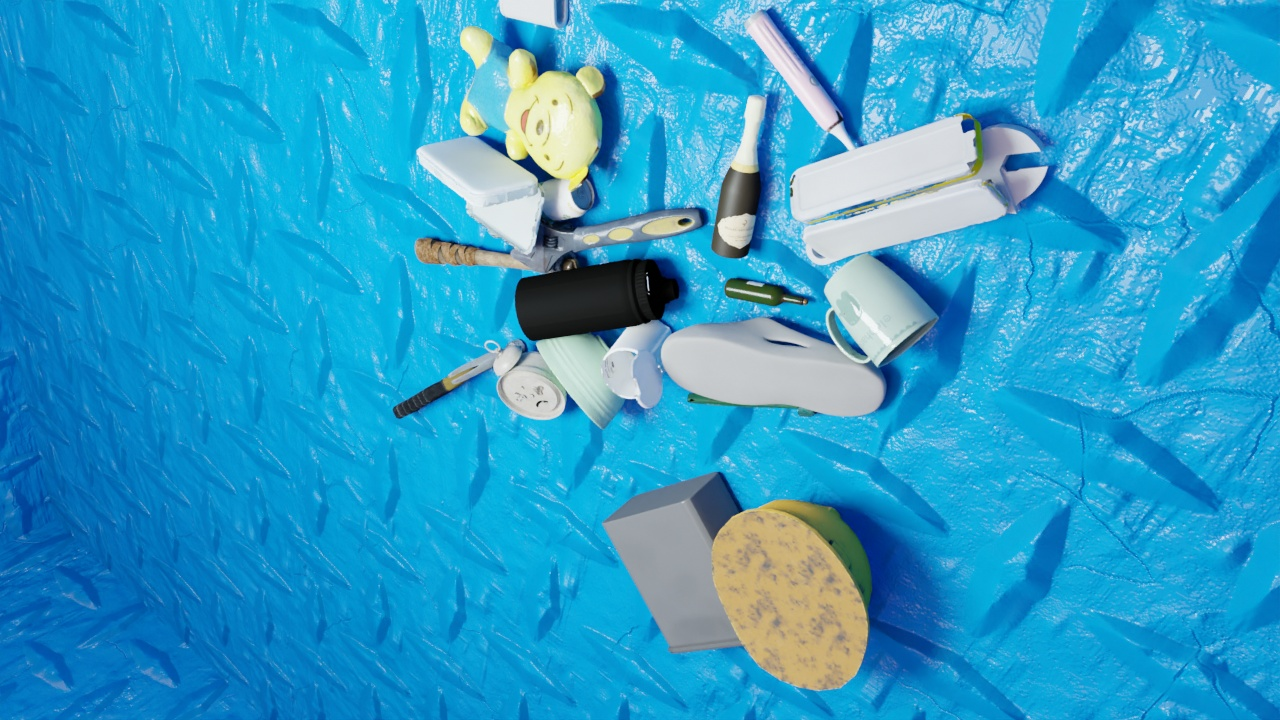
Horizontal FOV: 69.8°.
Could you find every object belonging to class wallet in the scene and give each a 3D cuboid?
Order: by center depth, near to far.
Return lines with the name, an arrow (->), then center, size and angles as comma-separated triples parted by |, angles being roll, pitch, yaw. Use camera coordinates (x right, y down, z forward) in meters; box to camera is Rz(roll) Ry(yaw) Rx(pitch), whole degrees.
wallet -> -0.140, -0.468, 1.097 | 0.115, 0.037, 0.119 | 23, 129, 27

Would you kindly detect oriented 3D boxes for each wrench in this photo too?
wrench -> 0.282, -0.163, 0.950 | 0.274, 0.018, 0.087 | -17, 102, 43
wrench -> -0.049, -0.158, 1.162 | 0.274, 0.022, 0.073 | -6, 118, 24

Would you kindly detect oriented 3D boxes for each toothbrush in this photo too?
toothbrush -> 0.185, -0.272, 0.959 | 0.222, 0.027, 0.027 | 53, 148, 1
toothbrush -> 0.140, 0.056, 1.178 | 0.190, 0.017, 0.016 | 3, 115, 36

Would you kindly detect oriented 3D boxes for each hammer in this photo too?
hammer -> -0.213, -0.146, 1.326 | 0.319, 0.048, 0.122 | 10, 122, 35
hammer -> -0.314, 0.041, 1.471 | 0.334, 0.117, 0.025 | -24, 93, 48

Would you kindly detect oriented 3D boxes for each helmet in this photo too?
helmet -> 0.210, 0.270, 1.161 | 0.206, 0.131, 0.255 | 4, 116, 37

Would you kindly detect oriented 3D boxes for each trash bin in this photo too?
trash bin -> 0.077, 0.290, 1.301 | 0.192, 0.097, 0.220 | -24, 96, 43

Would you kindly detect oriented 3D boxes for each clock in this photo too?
clock -> -0.166, 0.019, 1.342 | 0.104, 0.061, 0.157 | -24, 123, 38

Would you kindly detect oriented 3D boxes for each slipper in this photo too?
slipper -> 0.162, -0.003, 1.100 | 0.266, 0.080, 0.113 | 8, 140, 19

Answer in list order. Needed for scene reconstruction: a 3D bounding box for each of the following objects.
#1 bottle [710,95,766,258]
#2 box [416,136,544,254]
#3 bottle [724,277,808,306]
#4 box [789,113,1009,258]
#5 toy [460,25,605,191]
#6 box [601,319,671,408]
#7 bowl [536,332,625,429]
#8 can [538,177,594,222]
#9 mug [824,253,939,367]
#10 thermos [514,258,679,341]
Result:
bottle -> 0.116, -0.206, 1.034 | 0.045, 0.045, 0.185 | 25, 127, 25
box -> -0.203, -0.206, 1.209 | 0.215, 0.106, 0.127 | 42, 146, 46
bottle -> 0.150, -0.078, 1.091 | 0.106, 0.025, 0.025 | 14, 121, 32
box -> 0.251, -0.165, 0.925 | 0.210, 0.057, 0.117 | -12, 112, 42
toy -> -0.130, -0.314, 1.142 | 0.214, 0.083, 0.149 | 29, 130, 20
box -> -0.005, 0.006, 1.166 | 0.092, 0.165, 0.083 | -3, 116, 25
bowl -> -0.068, 0.014, 1.253 | 0.077, 0.151, 0.151 | -37, 88, 1
can -> -0.113, -0.210, 1.203 | 0.102, 0.054, 0.055 | -5, 110, 39
mug -> 0.247, -0.048, 0.995 | 0.104, 0.083, 0.112 | 52, 140, 17
thermos -> -0.053, -0.080, 1.180 | 0.199, 0.086, 0.086 | -8, 110, 20
